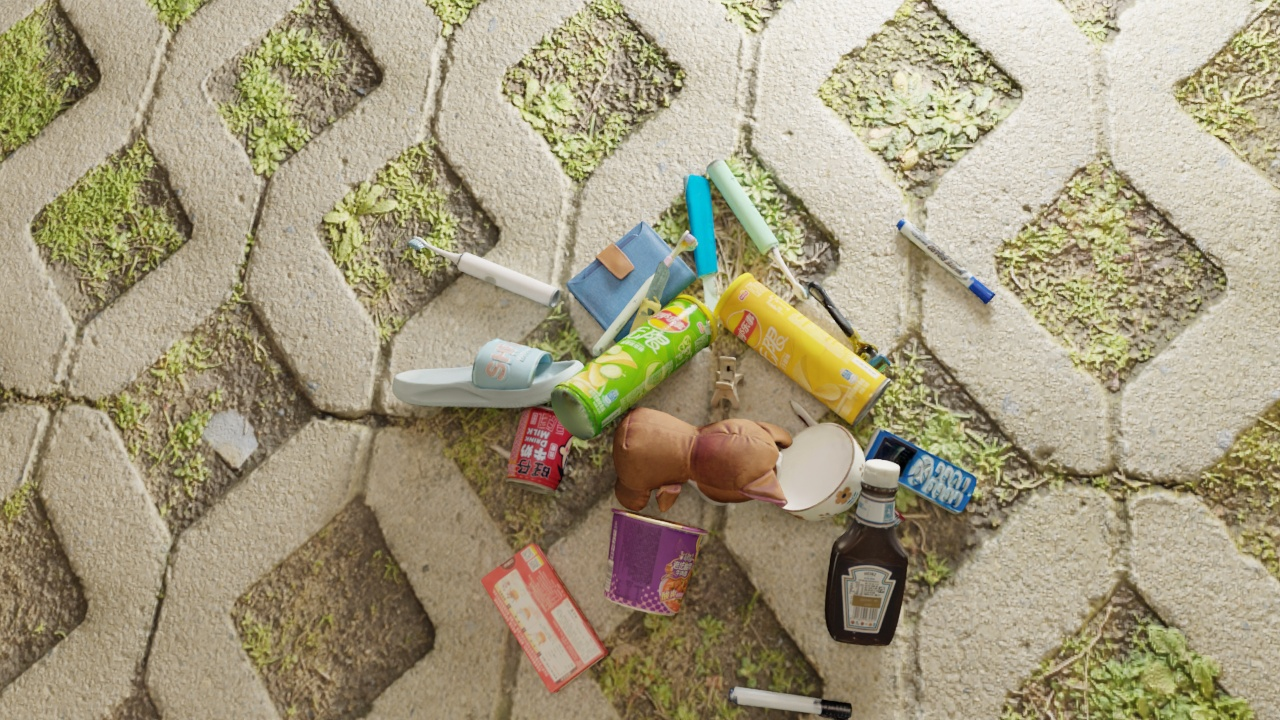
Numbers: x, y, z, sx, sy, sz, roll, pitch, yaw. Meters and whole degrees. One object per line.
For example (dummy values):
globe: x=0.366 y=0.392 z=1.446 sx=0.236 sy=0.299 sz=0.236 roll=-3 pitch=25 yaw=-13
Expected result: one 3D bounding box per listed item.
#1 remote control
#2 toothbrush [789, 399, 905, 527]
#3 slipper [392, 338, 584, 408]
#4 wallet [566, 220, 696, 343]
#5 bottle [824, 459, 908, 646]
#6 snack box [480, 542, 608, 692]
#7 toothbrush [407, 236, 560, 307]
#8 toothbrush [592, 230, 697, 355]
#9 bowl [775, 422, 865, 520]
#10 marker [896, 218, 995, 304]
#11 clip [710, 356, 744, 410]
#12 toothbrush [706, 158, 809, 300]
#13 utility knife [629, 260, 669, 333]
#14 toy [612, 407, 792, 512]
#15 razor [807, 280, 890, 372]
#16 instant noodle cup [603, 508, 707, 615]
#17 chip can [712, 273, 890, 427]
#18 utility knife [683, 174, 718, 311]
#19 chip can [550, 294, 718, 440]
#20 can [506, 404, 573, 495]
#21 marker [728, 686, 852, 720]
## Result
remote control: x=0.313 y=0.125 z=1.037 sx=0.125 sy=0.024 sz=0.049 roll=29 pitch=78 yaw=14
toothbrush: x=0.234 y=0.116 z=1.057 sx=0.017 sy=0.016 sz=0.187 roll=-42 pitch=72 yaw=4
slipper: x=-0.183 y=0.011 z=1.099 sx=0.246 sy=0.103 sz=0.074 roll=-2 pitch=102 yaw=15
wallet: x=-0.012 y=-0.099 z=1.151 sx=0.133 sy=0.040 sz=0.106 roll=-40 pitch=76 yaw=-6
bottle: x=0.242 y=0.202 z=0.967 sx=0.080 sy=0.044 sz=0.195 roll=5 pitch=101 yaw=0
snack box: x=-0.110 y=0.291 z=1.043 sx=0.075 sy=0.025 sz=0.153 roll=-36 pitch=71 yaw=-3
toothbrush: x=-0.206 y=-0.119 z=1.189 sx=0.221 sy=0.027 sz=0.026 roll=22 pitch=43 yaw=14
toothbrush: x=0.004 y=-0.080 z=1.120 sx=0.189 sy=0.029 sz=0.020 roll=-50 pitch=44 yaw=-5
bowl: x=0.205 y=0.133 z=1.020 sx=0.114 sy=0.062 sz=0.113 roll=-35 pitch=31 yaw=24
marker: x=0.369 y=-0.122 z=1.114 sx=0.017 sy=0.017 sz=0.146 roll=-42 pitch=71 yaw=-7
clip: x=0.102 y=0.016 z=1.066 sx=0.035 sy=0.105 sz=0.080 roll=8 pitch=59 yaw=12
toothbrush: x=0.148 y=-0.165 z=1.154 sx=0.027 sy=0.027 sz=0.224 roll=-42 pitch=67 yaw=29
utility knife: x=-0.005 y=-0.028 z=1.113 sx=0.031 sy=0.020 sz=0.195 roll=21 pitch=88 yaw=-24
toy: x=0.069 y=0.117 z=1.027 sx=0.200 sy=0.131 sz=0.139 roll=-3 pitch=43 yaw=12
razor: x=0.246 y=-0.039 z=1.102 sx=0.043 sy=0.022 sz=0.142 roll=-45 pitch=67 yaw=31
instant noodle cup: x=0.011 y=0.222 z=1.010 sx=0.111 sy=0.111 sz=0.099 roll=10 pitch=83 yaw=11
chip can: x=0.187 y=-0.015 z=1.076 sx=0.213 sy=0.072 sz=0.072 roll=39 pitch=81 yaw=17
utility knife: x=0.080 y=-0.142 z=1.160 sx=0.034 sy=0.018 sz=0.206 roll=-3 pitch=71 yaw=-7
chip can: x=-0.006 y=0.006 z=1.051 sx=0.072 sy=0.073 sz=0.220 roll=41 pitch=56 yaw=18
can: x=-0.117 y=0.106 z=1.082 sx=0.066 sy=0.066 sz=0.093 roll=11 pitch=74 yaw=11
marker: x=0.160 y=0.369 z=0.984 sx=0.131 sy=0.018 sz=0.022 roll=4 pitch=82 yaw=9
